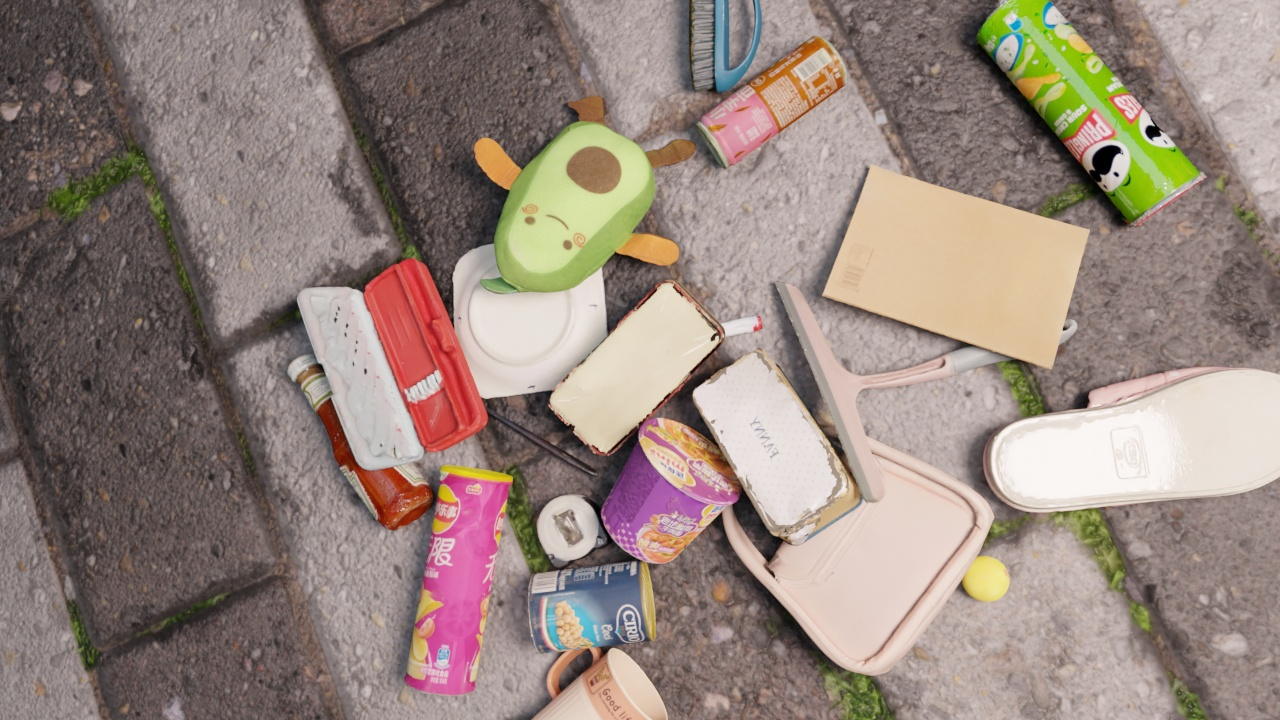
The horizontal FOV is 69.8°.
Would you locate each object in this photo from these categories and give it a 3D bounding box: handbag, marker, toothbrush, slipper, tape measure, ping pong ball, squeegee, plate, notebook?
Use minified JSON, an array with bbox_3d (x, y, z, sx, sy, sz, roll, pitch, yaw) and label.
[{"bbox_3d":[0.177,0.148,0.842,0.234,0.093,0.193,35,90,21],"label":"handbag"},{"bbox_3d":[0.049,-0.024,0.910,0.145,0.017,0.017,-12,81,9],"label":"marker"},{"bbox_3d":[-0.121,0.075,0.931,0.181,0.015,0.018,27,95,13],"label":"toothbrush"},{"bbox_3d":[0.440,0.073,0.807,0.274,0.054,0.114,-13,81,6],"label":"slipper"},{"bbox_3d":[-0.068,0.165,0.901,0.066,0.033,0.066,-31,79,4],"label":"tape measure"},{"bbox_3d":[0.309,0.196,0.823,0.040,0.040,0.040,-1,83,10],"label":"ping pong ball"},{"bbox_3d":[0.279,0.002,0.846,0.249,0.040,0.247,-13,55,-2],"label":"squeegee"},{"bbox_3d":[-0.117,-0.049,0.935,0.164,0.034,0.164,-8,81,9],"label":"plate"},{"bbox_3d":[0.293,-0.091,0.854,0.211,0.012,0.149,20,71,12],"label":"notebook"}]

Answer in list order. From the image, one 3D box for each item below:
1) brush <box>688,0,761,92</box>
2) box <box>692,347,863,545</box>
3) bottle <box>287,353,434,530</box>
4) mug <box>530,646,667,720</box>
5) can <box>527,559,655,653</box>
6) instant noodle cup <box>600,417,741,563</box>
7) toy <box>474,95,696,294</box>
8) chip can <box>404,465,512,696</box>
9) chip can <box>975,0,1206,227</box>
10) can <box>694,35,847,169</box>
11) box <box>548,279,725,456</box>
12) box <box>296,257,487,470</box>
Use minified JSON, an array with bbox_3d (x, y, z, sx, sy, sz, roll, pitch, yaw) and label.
[{"bbox_3d":[0.085,-0.340,0.921,0.073,0.055,0.143,0,83,12],"label":"brush"},{"bbox_3d":[0.118,0.071,0.831,0.090,0.060,0.184,-34,55,11],"label":"box"},{"bbox_3d":[-0.292,0.079,0.940,0.060,0.060,0.206,-41,78,3],"label":"bottle"},{"bbox_3d":[-0.048,0.325,0.860,0.106,0.081,0.114,-41,52,5],"label":"mug"},{"bbox_3d":[-0.046,0.232,0.863,0.111,0.075,0.075,-8,82,5],"label":"can"},{"bbox_3d":[0.023,0.126,0.848,0.111,0.111,0.099,38,114,12],"label":"instant noodle cup"},{"bbox_3d":[-0.059,-0.160,0.899,0.227,0.090,0.246,29,69,7],"label":"toy"},{"bbox_3d":[-0.177,0.212,0.896,0.071,0.071,0.210,8,85,11],"label":"chip can"},{"bbox_3d":[0.407,-0.234,0.842,0.072,0.072,0.236,-35,78,5],"label":"chip can"},{"bbox_3d":[0.128,-0.253,0.901,0.147,0.058,0.058,-35,78,5],"label":"can"},{"bbox_3d":[-0.005,0.005,0.872,0.091,0.076,0.168,45,98,1],"label":"box"},{"bbox_3d":[-0.250,0.000,0.914,0.119,0.098,0.201,-29,75,16],"label":"box"}]
